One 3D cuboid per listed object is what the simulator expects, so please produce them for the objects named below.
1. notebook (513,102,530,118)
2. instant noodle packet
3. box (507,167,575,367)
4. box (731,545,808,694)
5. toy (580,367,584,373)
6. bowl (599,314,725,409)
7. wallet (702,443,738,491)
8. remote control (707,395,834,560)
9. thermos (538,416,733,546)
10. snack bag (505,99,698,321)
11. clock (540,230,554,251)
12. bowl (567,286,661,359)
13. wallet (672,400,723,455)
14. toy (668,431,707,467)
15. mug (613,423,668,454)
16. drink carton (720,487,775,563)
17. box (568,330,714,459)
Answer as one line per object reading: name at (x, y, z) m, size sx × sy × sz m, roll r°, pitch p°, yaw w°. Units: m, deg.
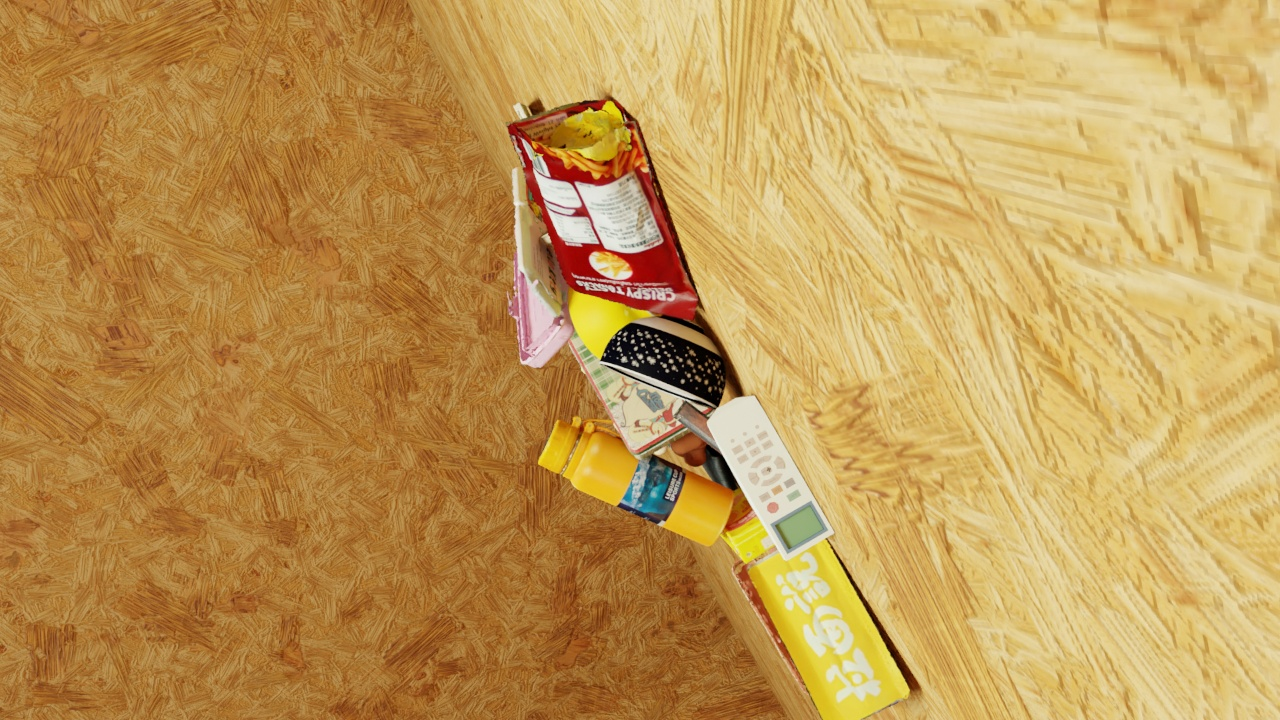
notebook at (-0.098, -0.222, 1.217) m, size 0.252 × 0.010 × 0.181 m, roll 63°, pitch -176°, yaw -14°
instant noodle packet at (0.186, 0.274, 0.914) m, size 0.163 × 0.084 × 0.221 m, roll 61°, pitch -178°, yaw 23°
box at (-0.105, -0.101, 0.982) m, size 0.201 × 0.077 × 0.147 m, roll -101°, pitch 17°, yaw -46°
box at (0.183, 0.307, 1.101) m, size 0.187 × 0.082 × 0.041 m, roll 56°, pitch -176°, yaw 30°
toy at (-0.074, -0.086, 1.324) m, size 0.149 × 0.107 × 0.197 m, roll -30°, pitch -91°, yaw -52°
bowl at (0.028, -0.006, 0.866) m, size 0.120 × 0.066 × 0.120 m, roll 21°, pitch 176°, yaw 1°
wallet at (0.095, 0.130, 1.249) m, size 0.115 × 0.026 × 0.089 m, roll 53°, pitch 169°, yaw 56°
remote control at (0.111, 0.101, 0.810) m, size 0.143 × 0.049 × 0.024 m, roll 60°, pitch 174°, yaw 8°
thermos at (-0.004, 0.139, 1.113) m, size 0.232 × 0.091 × 0.076 m, roll 25°, pitch 145°, yaw -5°
snack bag at (-0.033, -0.116, 0.789) m, size 0.139 × 0.066 × 0.208 m, roll 8°, pitch 139°, yaw 26°
clock at (-0.046, -0.128, 0.909) m, size 0.054 × 0.093 × 0.141 m, roll 56°, pitch 178°, yaw -13°
bowl at (-0.010, -0.058, 0.942) m, size 0.117 × 0.068 × 0.117 m, roll 26°, pitch -127°, yaw -40°
wallet at (0.085, 0.082, 0.864) m, size 0.123 × 0.019 × 0.072 m, roll 37°, pitch 177°, yaw 3°
toy at (0.055, 0.093, 1.176) m, size 0.128 × 0.065 × 0.095 m, roll 112°, pitch 152°, yaw -74°
mug at (0.016, 0.069, 1.259) m, size 0.100 × 0.096 × 0.120 m, roll 144°, pitch 112°, yaw -70°
drink carton at (0.128, 0.205, 1.142) m, size 0.043 × 0.058 × 0.134 m, roll 60°, pitch 175°, yaw -9°
box at (-0.006, 0.006, 1.090) m, size 0.205 × 0.117 × 0.051 m, roll 61°, pitch 177°, yaw 21°
